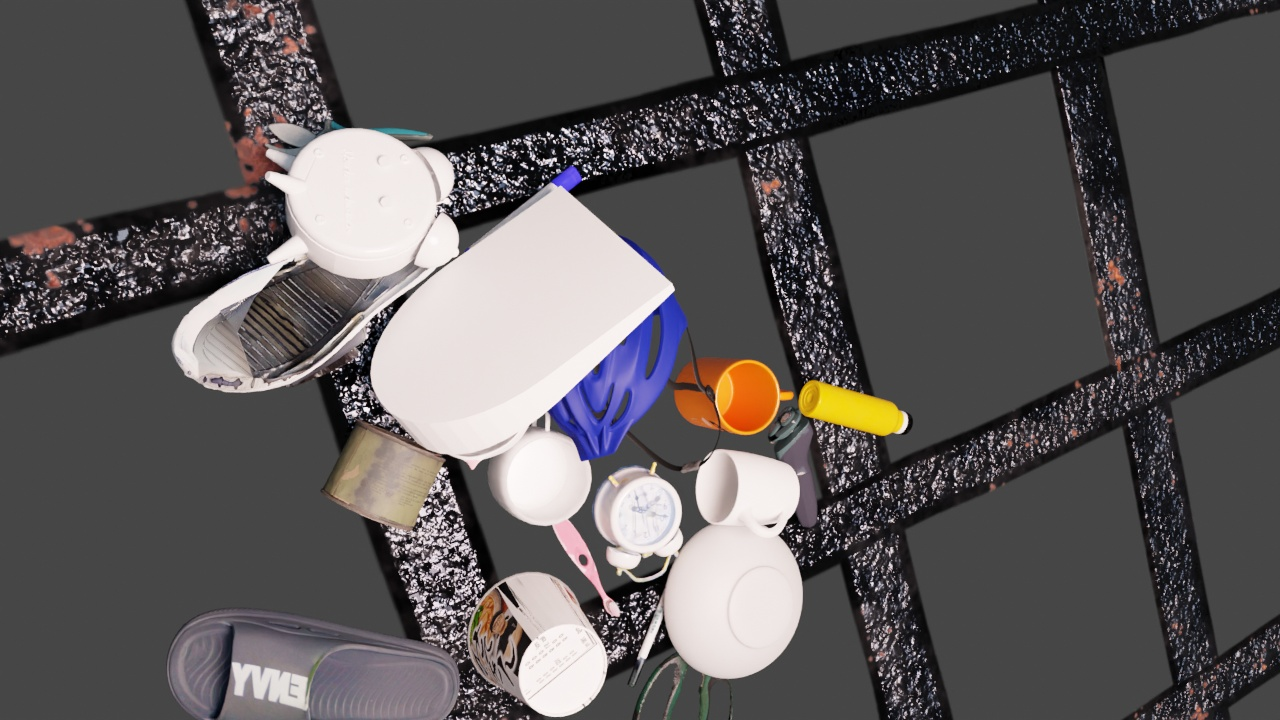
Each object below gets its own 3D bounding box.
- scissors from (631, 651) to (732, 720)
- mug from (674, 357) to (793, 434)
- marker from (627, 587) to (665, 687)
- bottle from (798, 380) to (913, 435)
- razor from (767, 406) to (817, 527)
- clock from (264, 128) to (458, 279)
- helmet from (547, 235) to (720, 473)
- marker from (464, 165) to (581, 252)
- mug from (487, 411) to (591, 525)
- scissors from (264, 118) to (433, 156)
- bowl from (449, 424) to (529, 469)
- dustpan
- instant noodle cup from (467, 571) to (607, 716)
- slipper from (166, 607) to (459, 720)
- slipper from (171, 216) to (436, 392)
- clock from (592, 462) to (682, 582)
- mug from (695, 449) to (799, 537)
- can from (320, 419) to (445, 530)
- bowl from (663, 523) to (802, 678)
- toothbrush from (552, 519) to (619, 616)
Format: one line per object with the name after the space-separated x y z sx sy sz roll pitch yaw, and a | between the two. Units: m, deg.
0.045 0.335 1.020 0.137 0.015 0.209 1 90 -22 | scissors
0.107 0.036 0.989 0.112 0.096 0.077 -2 93 -24 | mug
0.018 0.285 1.008 0.011 0.011 0.152 25 83 -22 | marker
0.258 0.060 1.085 0.143 0.043 0.043 15 86 -23 | bottle
0.182 0.124 1.057 0.052 0.047 0.143 -15 102 2 | razor
-0.241 -0.141 0.803 0.160 0.073 0.125 -1 72 -21 | clock
-0.006 0.006 0.918 0.227 0.148 0.240 42 44 -35 | helmet
-0.117 -0.147 0.926 0.141 0.020 0.020 -42 107 -16 | marker
-0.101 0.104 0.916 0.094 0.068 0.115 3 91 -24 | mug
-0.263 -0.196 0.862 0.154 0.019 0.126 -37 104 -16 | scissors
-0.153 0.045 0.886 0.115 0.050 0.114 -3 69 8 | bowl
-0.120 -0.027 0.843 0.257 0.191 0.053 -37 141 -9 | dustpan
-0.094 0.283 0.897 0.123 0.122 0.123 -1 92 -24 | instant noodle cup
-0.290 0.301 0.837 0.268 0.083 0.110 17 87 -25 | slipper
-0.288 -0.055 0.830 0.111 0.063 0.263 44 62 1 | slipper
0.000 0.173 0.975 0.088 0.052 0.125 -15 101 -23 | clock
0.125 0.151 0.996 0.087 0.114 0.081 9 120 -30 | mug
-0.236 0.105 0.846 0.090 0.090 0.074 28 80 -22 | can
0.116 0.265 1.009 0.176 0.066 0.176 1 89 -29 | bowl
-0.057 0.217 0.969 0.021 0.016 0.135 -35 105 -21 | toothbrush
